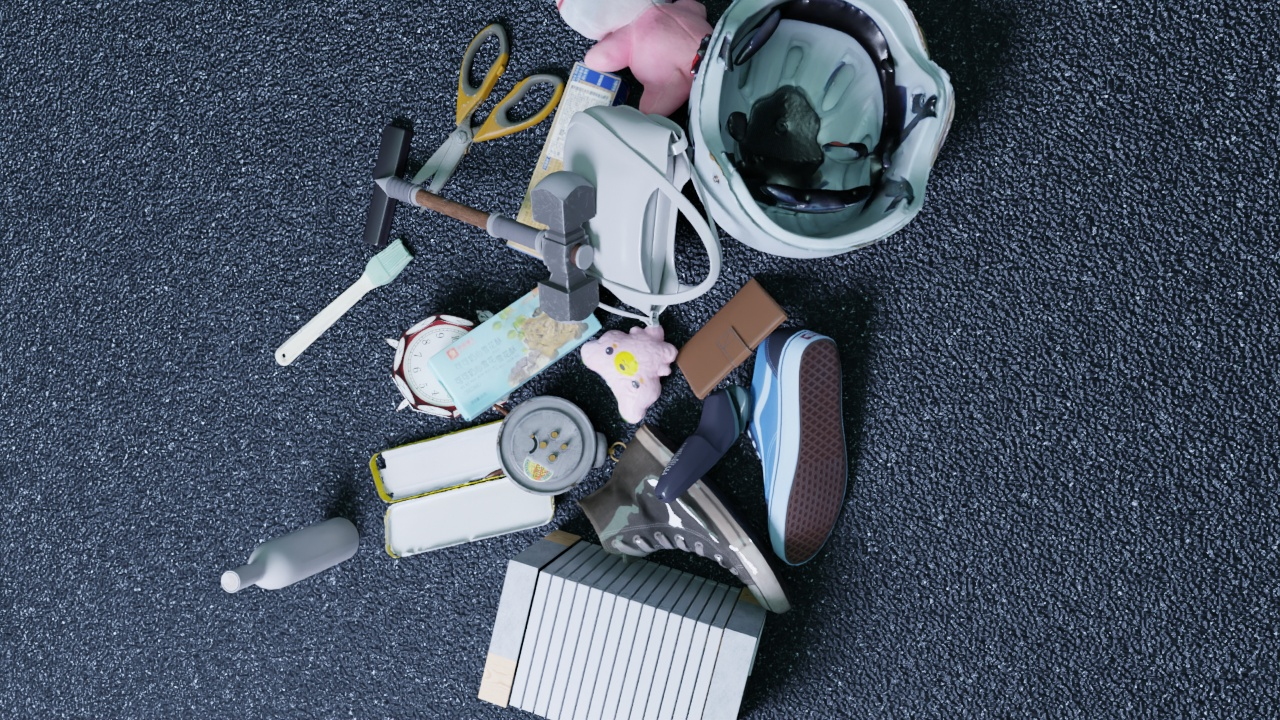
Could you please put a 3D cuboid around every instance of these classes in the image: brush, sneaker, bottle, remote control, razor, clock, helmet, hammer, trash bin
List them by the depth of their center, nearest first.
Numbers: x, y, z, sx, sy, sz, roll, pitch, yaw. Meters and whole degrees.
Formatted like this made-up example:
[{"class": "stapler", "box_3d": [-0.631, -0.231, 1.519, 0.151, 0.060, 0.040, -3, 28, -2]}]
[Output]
[{"class": "helmet", "box_3d": [0.149, -0.225, 0.865, 0.236, 0.164, 0.264, 5, 87, -14]}, {"class": "razor", "box_3d": [0.061, 0.082, 0.902, 0.052, 0.047, 0.142, 47, 65, -10]}, {"class": "trash bin", "box_3d": [-0.011, 0.289, 0.933, 0.247, 0.142, 0.142, 14, 95, 13]}, {"class": "sneaker", "box_3d": [0.150, 0.082, 0.938, 0.098, 0.083, 0.241, 20, 114, 56]}, {"class": "sneaker", "box_3d": [0.047, 0.187, 0.938, 0.235, 0.095, 0.120, 44, 95, 8]}, {"class": "hammer", "box_3d": [-0.175, -0.150, 0.952, 0.323, 0.042, 0.156, 23, 130, 33]}, {"class": "clock", "box_3d": [-0.087, 0.092, 0.976, 0.148, 0.056, 0.104, 6, 84, -9]}, {"class": "bottle", "box_3d": [-0.379, 0.214, 0.993, 0.052, 0.195, 0.052, 0, 92, 13]}, {"class": "clock", "box_3d": [-0.196, 0.004, 1.010, 0.154, 0.065, 0.114, -9, 89, -15]}, {"class": "remote control", "box_3d": [-0.293, -0.199, 1.050, 0.032, 0.015, 0.136, 16, 96, 13]}, {"class": "brush", "box_3d": [-0.351, -0.064, 1.072, 0.218, 0.012, 0.033, -38, 83, 13]}]

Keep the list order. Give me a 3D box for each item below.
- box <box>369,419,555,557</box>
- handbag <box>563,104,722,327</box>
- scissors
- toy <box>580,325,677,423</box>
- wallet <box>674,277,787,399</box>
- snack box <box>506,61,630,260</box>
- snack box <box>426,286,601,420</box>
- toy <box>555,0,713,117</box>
[{"class": "box", "box_3d": [-0.201, 0.142, 1.031, 0.210, 0.038, 0.129, -15, 81, 13]}, {"class": "handbag", "box_3d": [0.010, -0.125, 0.875, 0.222, 0.095, 0.216, 42, 139, 41]}, {"class": "scissors", "box_3d": [-0.177, -0.255, 1.020, 0.162, 0.016, 0.226, 30, 99, 11]}, {"class": "toy", "box_3d": [-0.006, 0.006, 0.970, 0.093, 0.050, 0.102, -37, 78, 12]}, {"class": "wallet", "box_3d": [0.089, -0.024, 0.938, 0.121, 0.087, 0.013, -45, 124, 11]}, {"class": "snack box", "box_3d": [-0.076, -0.207, 0.978, 0.056, 0.057, 0.207, 23, 97, 8]}, {"class": "snack box", "box_3d": [-0.132, -0.015, 0.964, 0.174, 0.053, 0.075, -35, 89, -14]}, {"class": "toy", "box_3d": [-0.002, -0.347, 0.925, 0.141, 0.084, 0.213, -33, 78, -26]}]
